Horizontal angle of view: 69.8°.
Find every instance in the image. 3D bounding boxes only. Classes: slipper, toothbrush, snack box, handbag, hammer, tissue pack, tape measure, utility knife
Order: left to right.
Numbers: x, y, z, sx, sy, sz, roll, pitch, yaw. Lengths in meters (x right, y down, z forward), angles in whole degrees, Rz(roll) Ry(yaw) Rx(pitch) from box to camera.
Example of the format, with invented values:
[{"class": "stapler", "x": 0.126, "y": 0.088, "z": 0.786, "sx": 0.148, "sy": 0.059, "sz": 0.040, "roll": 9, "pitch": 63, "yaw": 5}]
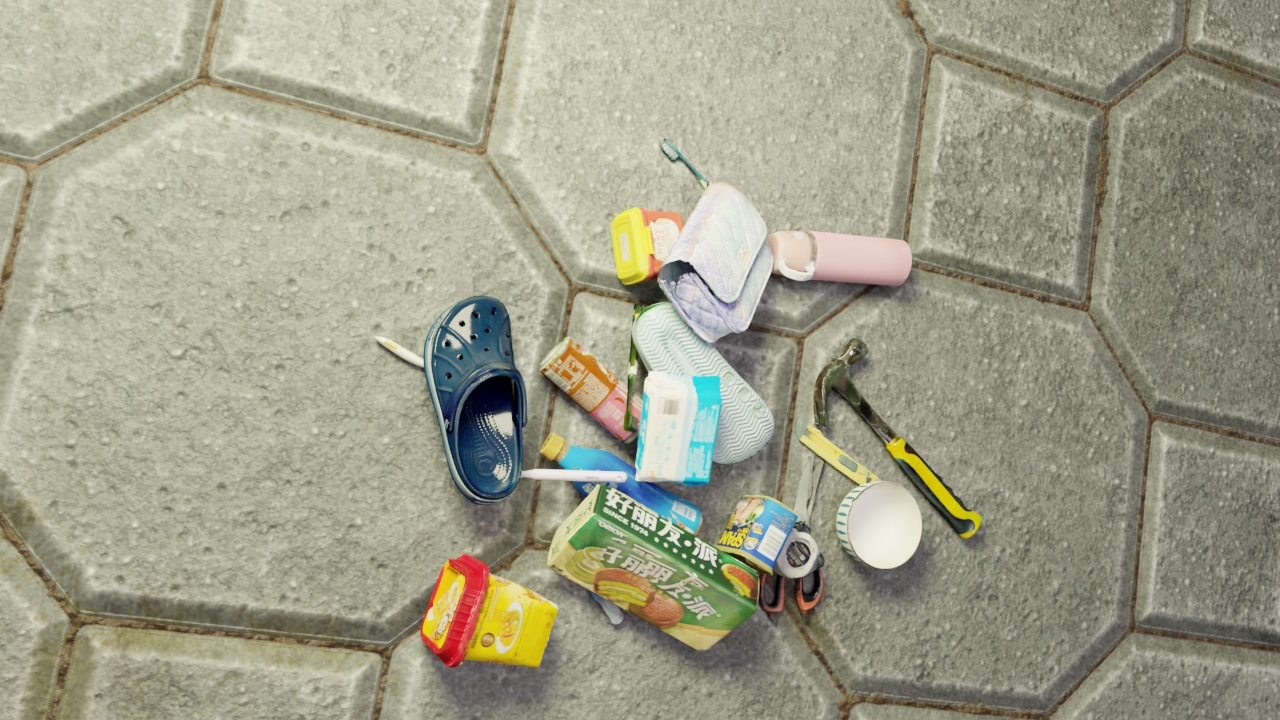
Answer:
[{"class": "toothbrush", "x": -0.237, "y": 0.023, "z": 1.109, "sx": 0.191, "sy": 0.016, "sz": 0.018, "roll": 31, "pitch": 86, "yaw": -13}, {"class": "slipper", "x": -0.186, "y": 0.039, "z": 1.063, "sx": 0.105, "sy": 0.095, "sz": 0.252, "roll": 1, "pitch": 73, "yaw": -30}, {"class": "toothbrush", "x": -0.109, "y": 0.137, "z": 1.096, "sx": 0.189, "sy": 0.021, "sz": 0.029, "roll": 0, "pitch": 97, "yaw": 9}, {"class": "toothbrush", "x": -0.007, "y": 0.007, "z": 1.145, "sx": 0.017, "sy": 0.012, "sz": 0.185, "roll": 26, "pitch": 52, "yaw": -31}, {"class": "snack box", "x": 0.014, "y": -0.146, "z": 1.169, "sx": 0.080, "sy": 0.082, "sz": 0.091, "roll": -7, "pitch": 89, "yaw": -28}, {"class": "snack box", "x": 0.017, "y": 0.254, "z": 1.115, "sx": 0.240, "sy": 0.115, "sz": 0.063, "roll": 33, "pitch": 35, "yaw": -13}, {"class": "tissue pack", "x": 0.044, "y": 0.084, "z": 1.104, "sx": 0.090, "sy": 0.063, "sz": 0.140, "roll": 5, "pitch": 102, "yaw": -11}, {"class": "slipper", "x": 0.072, "y": 0.031, "z": 1.172, "sx": 0.104, "sy": 0.074, "sz": 0.245, "roll": -39, "pitch": 105, "yaw": -7}, {"class": "toothbrush", "x": 0.094, "y": -0.224, "z": 1.232, "sx": 0.018, "sy": 0.016, "sz": 0.191, "roll": -45, "pitch": 99, "yaw": -6}, {"class": "handbag", "x": 0.101, "y": -0.125, "z": 1.144, "sx": 0.134, "sy": 0.076, "sz": 0.193, "roll": 51, "pitch": 40, "yaw": -23}, {"class": "tape measure", "x": 0.200, "y": 0.252, "z": 1.202, "sx": 0.066, "sy": 0.034, "sz": 0.066, "roll": -24, "pitch": 90, "yaw": -19}, {"class": "utility knife", "x": 0.289, "y": 0.145, "z": 1.267, "sx": 0.198, "sy": 0.021, "sz": 0.031, "roll": 37, "pitch": 75, "yaw": -16}, {"class": "hammer", "x": 0.361, "y": 0.127, "z": 1.280, "sx": 0.126, "sy": 0.032, "sz": 0.323, "roll": -45, "pitch": 100, "yaw": -15}]

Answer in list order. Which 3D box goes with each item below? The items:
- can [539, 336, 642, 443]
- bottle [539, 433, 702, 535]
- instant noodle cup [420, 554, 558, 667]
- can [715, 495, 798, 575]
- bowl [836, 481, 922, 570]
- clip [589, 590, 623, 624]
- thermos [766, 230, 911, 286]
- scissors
[{"class": "can", "x": -0.055, "y": 0.037, "z": 1.142, "sx": 0.147, "sy": 0.058, "sz": 0.057, "roll": 42, "pitch": 75, "yaw": -11}, {"class": "bottle", "x": -0.026, "y": 0.160, "z": 1.138, "sx": 0.218, "sy": 0.065, "sz": 0.065, "roll": 33, "pitch": 77, "yaw": -12}, {"class": "instant noodle cup", "x": -0.173, "y": 0.298, "z": 1.063, "sx": 0.123, "sy": 0.116, "sz": 0.116, "roll": 24, "pitch": 79, "yaw": -26}, {"class": "can", "x": 0.147, "y": 0.220, "z": 1.169, "sx": 0.057, "sy": 0.102, "sz": 0.083, "roll": 33, "pitch": 74, "yaw": -12}, {"class": "bowl", "x": 0.313, "y": 0.220, "z": 1.239, "sx": 0.116, "sy": 0.066, "sz": 0.116, "roll": 1, "pitch": 86, "yaw": -18}, {"class": "clip", "x": -0.041, "y": 0.304, "z": 1.148, "sx": 0.026, "sy": 0.041, "sz": 0.058, "roll": -32, "pitch": 97, "yaw": -19}, {"class": "thermos", "x": 0.270, "y": -0.134, "z": 1.245, "sx": 0.198, "sy": 0.087, "sz": 0.067, "roll": 3, "pitch": 130, "yaw": -19}, {"class": "scissors", "x": 0.222, "y": 0.242, "z": 1.236, "sx": 0.205, "sy": 0.015, "sz": 0.197, "roll": -35, "pitch": 95, "yaw": -17}]
